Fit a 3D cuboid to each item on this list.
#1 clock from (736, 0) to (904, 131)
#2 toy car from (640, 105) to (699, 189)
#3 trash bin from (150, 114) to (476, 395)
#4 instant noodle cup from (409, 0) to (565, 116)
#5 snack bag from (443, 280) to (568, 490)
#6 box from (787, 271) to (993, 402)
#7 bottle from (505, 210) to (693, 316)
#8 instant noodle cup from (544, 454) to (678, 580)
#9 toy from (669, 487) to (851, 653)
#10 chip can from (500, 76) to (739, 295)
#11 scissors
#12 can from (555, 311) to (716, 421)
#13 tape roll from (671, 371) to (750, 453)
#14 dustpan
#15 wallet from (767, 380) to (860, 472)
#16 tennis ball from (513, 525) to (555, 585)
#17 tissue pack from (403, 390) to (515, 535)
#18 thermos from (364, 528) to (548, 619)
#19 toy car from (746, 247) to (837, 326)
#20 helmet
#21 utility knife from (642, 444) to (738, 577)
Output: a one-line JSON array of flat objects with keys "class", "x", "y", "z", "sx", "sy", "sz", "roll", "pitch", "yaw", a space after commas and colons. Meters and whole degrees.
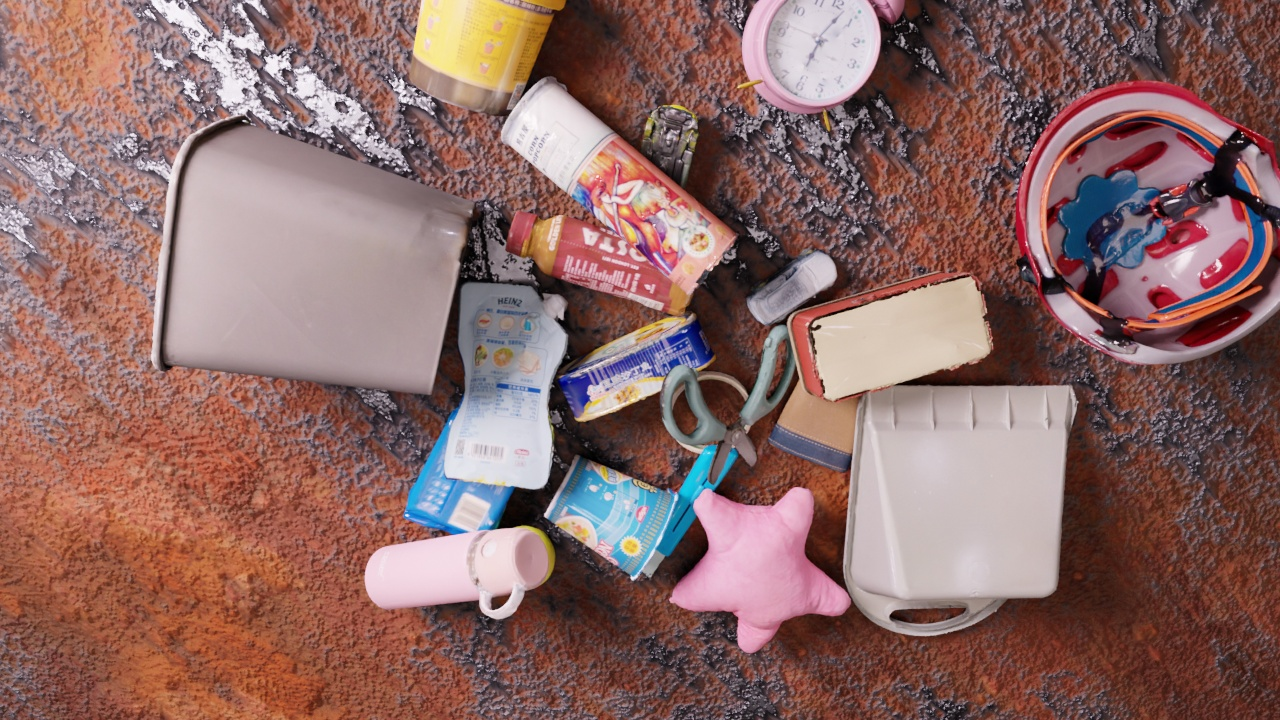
[{"class": "clock", "x": 0.156, "y": -0.287, "z": 0.780, "sx": 0.117, "sy": 0.059, "sz": 0.159, "roll": 21, "pitch": 105, "yaw": -8}, {"class": "toy car", "x": 0.022, "y": -0.179, "z": 0.831, "sx": 0.048, "sy": 0.032, "sz": 0.105, "roll": 15, "pitch": 119, "yaw": 2}, {"class": "trash bin", "x": -0.267, "y": -0.081, "z": 0.788, "sx": 0.219, "sy": 0.198, "sz": 0.199, "roll": 12, "pitch": 110, "yaw": -12}, {"class": "instant noodle cup", "x": -0.132, "y": -0.274, "z": 0.759, "sx": 0.118, "sy": 0.118, "sz": 0.115, "roll": 19, "pitch": 114, "yaw": -6}, {"class": "snack bag", "x": -0.126, "y": 0.021, "z": 0.857, "sx": 0.110, "sy": 0.039, "sz": 0.191, "roll": 3, "pitch": 82, "yaw": 21}, {"class": "box", "x": 0.232, "y": -0.020, "z": 0.842, "sx": 0.168, "sy": 0.077, "sz": 0.091, "roll": -16, "pitch": 99, "yaw": -5}, {"class": "bottle", "x": -0.035, "y": -0.093, "z": 0.845, "sx": 0.175, "sy": 0.057, "sz": 0.057, "roll": 17, "pitch": 107, "yaw": -6}, {"class": "instant noodle cup", "x": -0.032, "y": 0.149, "z": 0.914, "sx": 0.110, "sy": 0.099, "sz": 0.099, "roll": 28, "pitch": 106, "yaw": -1}, {"class": "toy", "x": 0.108, "y": 0.210, "z": 0.937, "sx": 0.179, "sy": 0.074, "sz": 0.195, "roll": -22, "pitch": 108, "yaw": 7}, {"class": "chip can", "x": -0.016, "y": -0.150, "z": 0.796, "sx": 0.214, "sy": 0.071, "sz": 0.071, "roll": 40, "pitch": 104, "yaw": 1}, {"class": "scissors", "x": 0.080, "y": 0.034, "z": 0.860, "sx": 0.179, "sy": 0.019, "sz": 0.170, "roll": 20, "pitch": 97, "yaw": -44}, {"class": "can", "x": -0.005, "y": 0.005, "z": 0.871, "sx": 0.148, "sy": 0.074, "sz": 0.049, "roll": -24, "pitch": 103, "yaw": 6}, {"class": "tape roll", "x": 0.069, "y": 0.053, "z": 0.917, "sx": 0.086, "sy": 0.014, "sz": 0.086, "roll": 0, "pitch": 109, "yaw": 0}, {"class": "dustpan", "x": 0.313, "y": 0.161, "z": 0.944, "sx": 0.222, "sy": 0.143, "sz": 0.257, "roll": 0, "pitch": 82, "yaw": -7}, {"class": "wallet", "x": 0.188, "y": 0.047, "z": 0.908, "sx": 0.090, "sy": 0.033, "sz": 0.115, "roll": 20, "pitch": 106, "yaw": -10}, {"class": "tennis ball", "x": -0.120, "y": 0.202, "z": 0.939, "sx": 0.065, "sy": 0.065, "sz": 0.065, "roll": 0, "pitch": 108, "yaw": 0}, {"class": "tissue pack", "x": -0.166, "y": 0.108, "z": 0.915, "sx": 0.095, "sy": 0.052, "sz": 0.157, "roll": 26, "pitch": 106, "yaw": -10}, {"class": "thermos", "x": -0.181, "y": 0.212, "z": 0.893, "sx": 0.199, "sy": 0.087, "sz": 0.067, "roll": -13, "pitch": 140, "yaw": 33}, {"class": "toy car", "x": 0.144, "y": -0.069, "z": 0.868, "sx": 0.091, "sy": 0.034, "sz": 0.043, "roll": -34, "pitch": 102, "yaw": 9}, {"class": "helmet", "x": 0.426, "y": -0.118, "z": 0.798, "sx": 0.207, "sy": 0.143, "sz": 0.240, "roll": -35, "pitch": 91, "yaw": 10}, {"class": "utility knife", "x": 0.044, "y": 0.158, "z": 0.944, "sx": 0.034, "sy": 0.018, "sz": 0.179, "roll": 21, "pitch": 115, "yaw": -16}]
